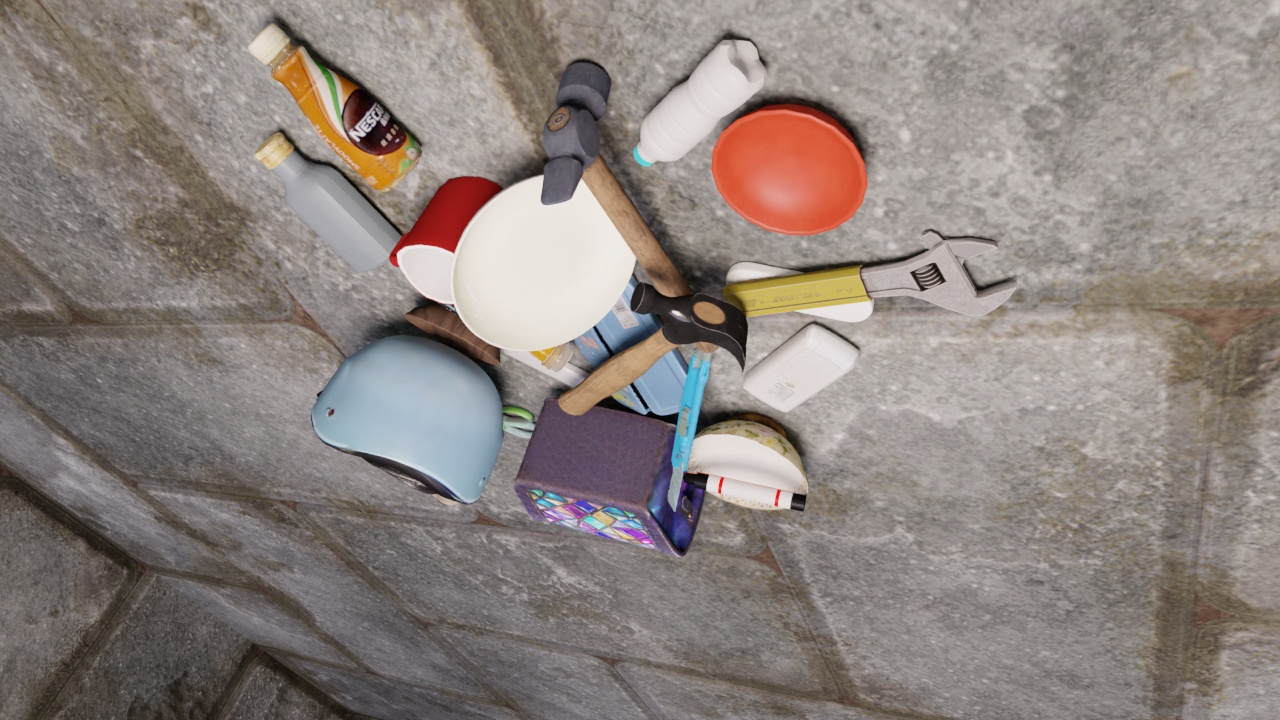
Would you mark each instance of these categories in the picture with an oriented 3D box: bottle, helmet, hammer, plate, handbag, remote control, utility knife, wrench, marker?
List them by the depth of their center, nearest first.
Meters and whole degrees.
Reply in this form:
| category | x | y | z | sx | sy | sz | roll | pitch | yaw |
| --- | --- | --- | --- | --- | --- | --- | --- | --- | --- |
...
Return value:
| category | x | y | z | sx | sy | sz | roll | pitch | yaw |
| --- | --- | --- | --- | --- | --- | --- | --- | --- | --- |
| bottle | 0.039 | -0.192 | 0.707 | 0.044 | 0.044 | 0.137 | 36 | 143 | -18 |
| wrench | 0.180 | -0.062 | 0.802 | 0.274 | 0.018 | 0.084 | -7 | 123 | 29 |
| hammer | 0.005 | -0.099 | 0.813 | 0.040 | 0.129 | 0.322 | -6 | 146 | 26 |
| bottle | -0.274 | -0.227 | 0.824 | 0.059 | 0.059 | 0.167 | -16 | 129 | 43 |
| plate | -0.090 | -0.093 | 0.840 | 0.034 | 0.182 | 0.182 | 51 | 169 | 44 |
| remote control | 0.146 | -0.063 | 0.845 | 0.136 | 0.013 | 0.043 | 13 | 144 | 14 |
| hammer | -0.005 | 0.005 | 0.920 | 0.132 | 0.040 | 0.306 | 17 | 155 | -22 |
| remote control | 0.159 | 0.011 | 0.924 | 0.060 | 0.025 | 0.139 | 30 | 147 | -10 |
| bottle | -0.325 | -0.163 | 0.948 | 0.072 | 0.046 | 0.161 | -11 | 133 | 39 |
| utility knife | 0.050 | 0.074 | 0.993 | 0.031 | 0.015 | 0.198 | 32 | 121 | 48 |
| bottle | -0.156 | -0.052 | 0.994 | 0.186 | 0.053 | 0.053 | 35 | 144 | -17 |
| marker | 0.110 | 0.143 | 1.020 | 0.146 | 0.019 | 0.019 | 11 | 143 | 16 |
| remote control | -0.103 | 0.008 | 1.080 | 0.131 | 0.012 | 0.033 | 27 | 145 | -6 |
| helmet | -0.262 | 0.061 | 1.096 | 0.225 | 0.166 | 0.266 | 31 | 171 | -19 |
| handbag | -0.035 | 0.151 | 1.128 | 0.205 | 0.125 | 0.222 | 11 | 155 | 17 |

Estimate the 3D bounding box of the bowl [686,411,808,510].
| category | x | y | z | sx | sy | sz | roll | pitch | yaw |
| --- | --- | --- | --- | --- | --- | --- | --- | --- | --- |
| bowl | 0.124 | 0.104 | 1.035 | 0.145 | 0.063 | 0.145 | 15 | 144 | 11 |

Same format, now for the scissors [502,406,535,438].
| category | x | y | z | sx | sy | sz | roll | pitch | yaw |
| --- | --- | --- | --- | --- | --- | --- | --- | --- | --- |
| scissors | -0.215 | 0.075 | 1.235 | 0.174 | 0.033 | 0.065 | 2 | 144 | 23 |

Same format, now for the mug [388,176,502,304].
| category | x | y | z | sx | sy | sz | roll | pitch | yaw |
| --- | --- | --- | --- | --- | --- | --- | --- | --- | --- |
| mug | -0.187 | -0.116 | 0.889 | 0.116 | 0.096 | 0.080 | 3 | 141 | 27 |

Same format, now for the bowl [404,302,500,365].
| category | x | y | z | sx | sy | sz | roll | pitch | yaw |
| --- | --- | --- | --- | --- | --- | --- | --- | --- | --- |
| bowl | -0.206 | -0.036 | 1.042 | 0.119 | 0.032 | 0.119 | 25 | 170 | 5 |

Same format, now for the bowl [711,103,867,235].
| category | x | y | z | sx | sy | sz | roll | pitch | yaw |
| --- | --- | --- | --- | --- | --- | --- | --- | --- | --- |
| bowl | 0.119 | -0.155 | 0.719 | 0.122 | 0.035 | 0.122 | 15 | 145 | 11 |

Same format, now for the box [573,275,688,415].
| category | x | y | z | sx | sy | sz | roll | pitch | yaw |
| --- | --- | --- | --- | --- | --- | --- | --- | --- | --- |
| box | -0.023 | -0.012 | 0.987 | 0.127 | 0.039 | 0.209 | -1 | 139 | 32 |
